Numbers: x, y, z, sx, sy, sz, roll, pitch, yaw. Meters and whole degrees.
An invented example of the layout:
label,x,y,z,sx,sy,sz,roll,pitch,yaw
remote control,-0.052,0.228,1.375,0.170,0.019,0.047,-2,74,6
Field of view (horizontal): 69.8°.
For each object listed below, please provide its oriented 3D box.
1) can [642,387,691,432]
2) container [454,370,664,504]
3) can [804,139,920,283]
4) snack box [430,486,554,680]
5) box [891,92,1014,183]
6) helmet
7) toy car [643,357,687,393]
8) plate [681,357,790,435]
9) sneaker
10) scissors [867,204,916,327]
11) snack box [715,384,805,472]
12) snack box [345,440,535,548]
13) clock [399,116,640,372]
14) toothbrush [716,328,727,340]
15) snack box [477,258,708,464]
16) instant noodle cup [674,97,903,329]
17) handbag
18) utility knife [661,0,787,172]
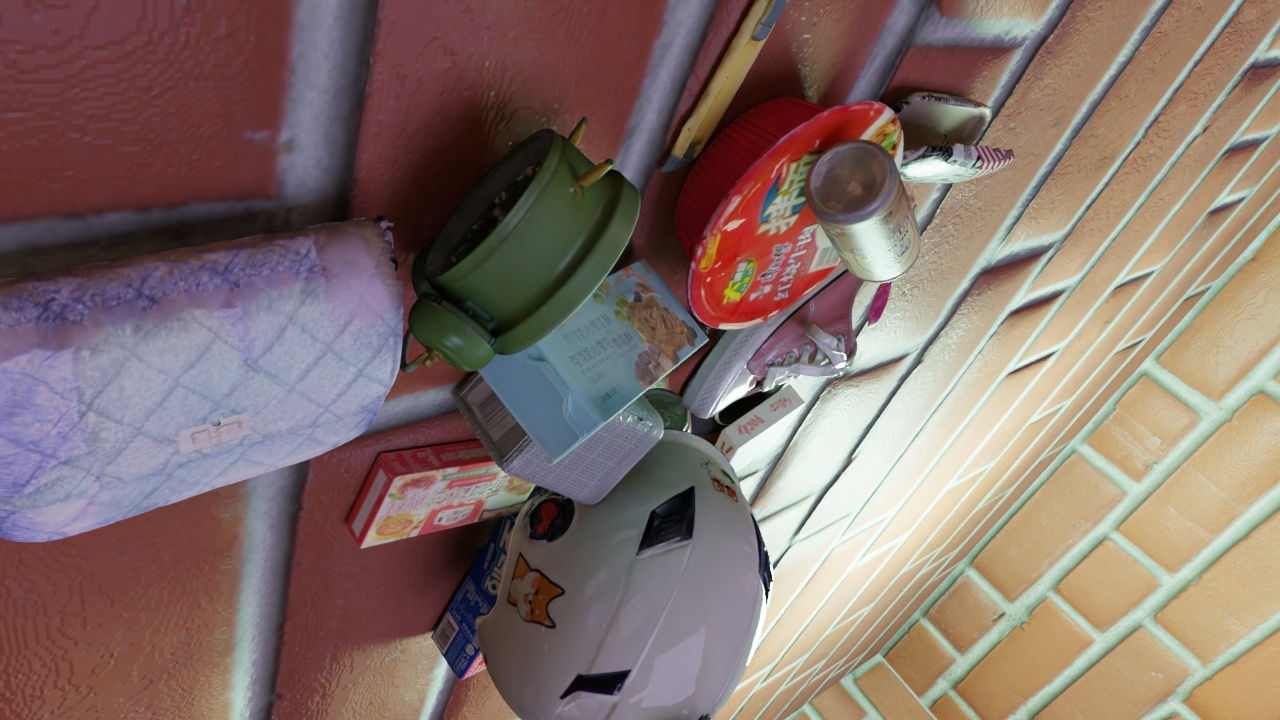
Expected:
label,x,y,z,sx,sy,sz,roll,pitch,yaw
can,0.018,0.086,0.844,0.057,0.058,0.147,-32,151,-17
container,-0.059,0.038,0.653,0.090,0.090,0.114,-47,148,8
can,0.152,-0.097,0.615,0.058,0.058,0.116,-45,151,7
snack box,-0.121,0.204,0.838,0.058,0.057,0.208,-8,137,-50
box,0.244,-0.188,0.762,0.163,0.083,0.075,-13,177,-43
helmet,0.004,0.205,0.728,0.230,0.157,0.274,31,97,-31
toy car,-0.004,0.004,0.730,0.105,0.032,0.048,-42,153,10
plate,0.111,0.016,0.896,0.179,0.024,0.180,-30,149,-20
sneaker,0.141,-0.020,0.785,0.240,0.088,0.118,-39,167,-20
scissors,0.236,-0.086,0.858,0.133,0.017,0.130,-48,157,-72
snack box,0.115,0.081,0.952,0.084,0.027,0.157,-33,164,-15
snack box,-0.140,0.096,0.696,0.152,0.025,0.075,-4,134,-49
clock,-0.072,-0.053,0.484,0.161,0.116,0.056,-44,116,12
toothbrush,0.122,-0.103,0.744,0.222,0.027,0.026,-57,172,27
snack box,-0.024,-0.006,0.578,0.052,0.074,0.174,-38,179,29
instant noodle cup,0.094,-0.113,0.653,0.193,0.066,0.194,-29,149,-20
handbag,-0.210,0.006,0.433,0.193,0.075,0.134,-20,145,-35
utility knife,0.071,-0.207,0.553,0.030,0.022,0.221,-12,136,-51
